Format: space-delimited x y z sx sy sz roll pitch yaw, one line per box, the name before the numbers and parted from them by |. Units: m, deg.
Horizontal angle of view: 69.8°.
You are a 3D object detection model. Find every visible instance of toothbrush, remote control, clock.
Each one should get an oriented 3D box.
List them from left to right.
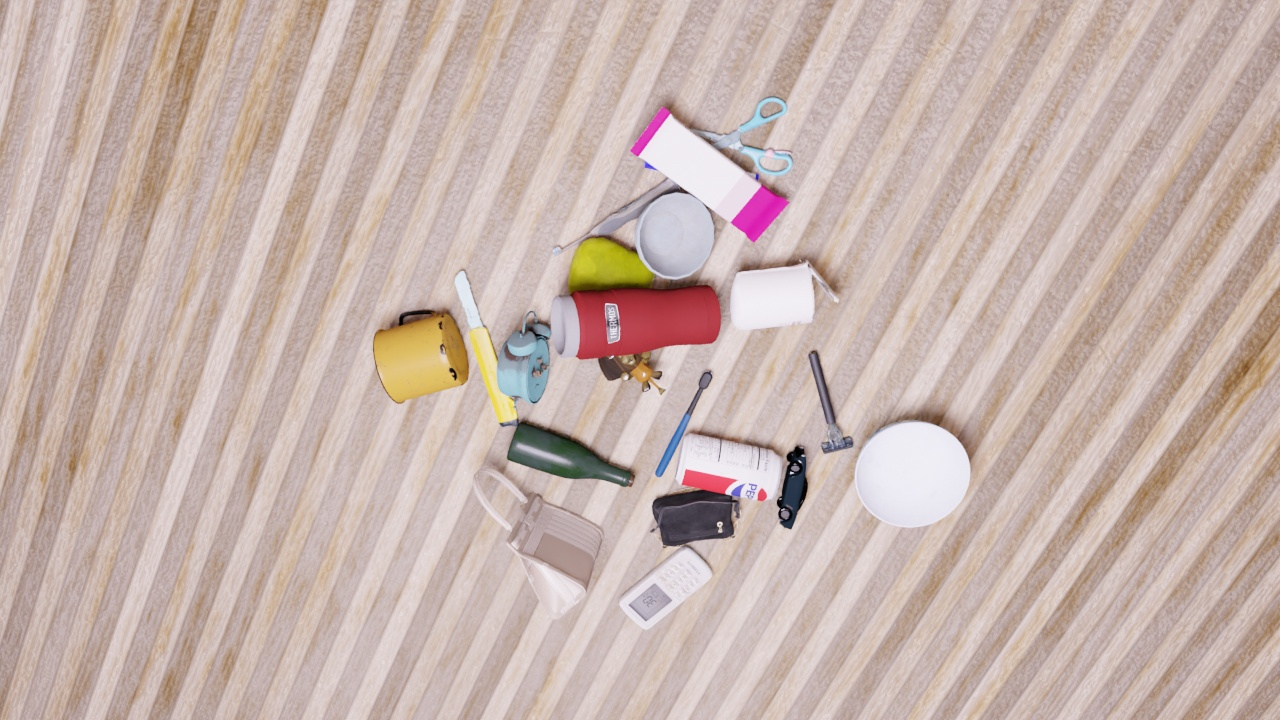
clock | -0.150 -0.003 1.193 0.053 0.089 0.124 6 107 12
toothbrush | -0.033 -0.178 1.170 0.186 0.022 0.024 -29 102 12
remote control | 0.035 0.322 1.302 0.139 0.025 0.060 -42 99 13
toothbrush | 0.058 0.087 1.240 0.014 0.014 0.168 28 109 8

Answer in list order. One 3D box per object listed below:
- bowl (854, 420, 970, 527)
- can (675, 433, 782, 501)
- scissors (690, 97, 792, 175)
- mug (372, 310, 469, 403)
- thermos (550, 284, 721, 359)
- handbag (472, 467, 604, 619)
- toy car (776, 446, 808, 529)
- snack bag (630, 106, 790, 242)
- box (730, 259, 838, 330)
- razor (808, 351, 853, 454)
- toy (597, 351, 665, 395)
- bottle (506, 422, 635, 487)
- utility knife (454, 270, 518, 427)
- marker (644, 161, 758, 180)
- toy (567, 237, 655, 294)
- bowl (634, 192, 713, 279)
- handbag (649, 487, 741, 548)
bowl | 0.348 0.137 1.203 0.144 0.074 0.144 1 106 4
can | 0.117 0.143 1.223 0.132 0.070 0.070 12 106 1
scissors | 0.128 -0.284 1.133 0.140 0.015 0.111 14 106 -6
mug | -0.284 -0.014 1.200 0.094 0.100 0.123 -15 63 6
thermos | -0.010 -0.050 1.149 0.198 0.108 0.084 -6 92 -19
handbag | -0.145 0.216 1.210 0.062 0.175 0.198 -43 97 13
toy car | 0.208 0.172 1.238 0.034 0.046 0.112 10 107 2
snack bag | 0.085 -0.226 1.130 0.196 0.016 0.070 34 118 -13
box | 0.183 -0.086 1.152 0.143 0.080 0.089 -4 89 4
razor | 0.245 0.057 1.215 0.043 0.022 0.144 -16 104 7
toy | -0.007 0.007 1.195 0.100 0.062 0.076 43 86 10
bottle | -0.091 0.136 1.245 0.174 0.055 0.055 19 106 -3
utility knife | -0.207 -0.012 1.230 0.030 0.019 0.224 -15 109 2
marker | 0.076 -0.237 1.146 0.141 0.020 0.020 12 106 1
toy | -0.036 -0.109 1.173 0.110 0.051 0.090 12 104 -3
bowl | 0.037 -0.157 1.150 0.106 0.039 0.106 -6 105 -23
handbag | 0.075 0.219 1.257 0.128 0.054 0.079 -11 108 4
